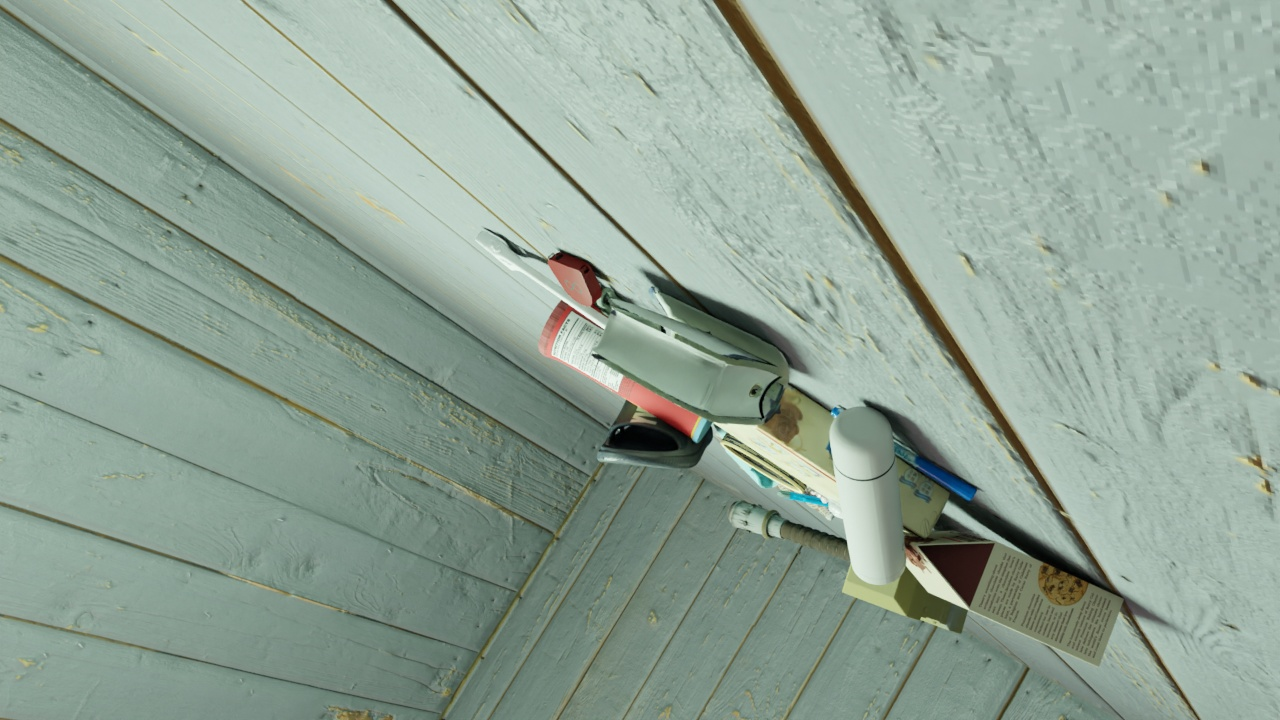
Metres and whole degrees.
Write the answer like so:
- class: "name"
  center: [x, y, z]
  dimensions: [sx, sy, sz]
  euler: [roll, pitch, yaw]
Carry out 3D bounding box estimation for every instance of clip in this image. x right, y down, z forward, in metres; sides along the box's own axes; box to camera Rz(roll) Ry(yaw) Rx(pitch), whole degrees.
- class: "clip"
  center: [-0.034, -0.061, 0.972]
  dimensions: [0.043, 0.023, 0.076]
  euler: [27, 174, 29]

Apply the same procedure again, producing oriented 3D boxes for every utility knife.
- class: "utility knife"
  center: [0.269, 0.193, 1.199]
  dimensions: [0.206, 0.015, 0.031]
  euler: [12, 173, -14]

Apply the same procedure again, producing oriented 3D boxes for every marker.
- class: "marker"
  center: [0.232, 0.081, 0.815]
  dimensions: [0.142, 0.013, 0.013]
  euler: [32, 174, 8]

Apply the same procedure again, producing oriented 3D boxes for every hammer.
- class: "hammer"
  center: [0.246, 0.238, 1.188]
  dimensions: [0.325, 0.100, 0.190]
  euler: [12, 169, 45]

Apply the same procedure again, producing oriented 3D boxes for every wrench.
- class: "wrench"
  center: [-0.097, -0.081, 1.017]
  dimensions: [0.273, 0.018, 0.066]
  euler: [35, 177, 37]

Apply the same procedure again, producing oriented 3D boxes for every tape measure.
- class: "tape measure"
  center: [-0.064, -0.082, 0.921]
  dimensions: [0.059, 0.019, 0.051]
  euler: [26, 149, 43]

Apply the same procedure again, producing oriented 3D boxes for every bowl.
- class: "bowl"
  center: [0.158, 0.101, 1.085]
  dimensions: [0.112, 0.061, 0.112]
  euler: [32, 173, 4]

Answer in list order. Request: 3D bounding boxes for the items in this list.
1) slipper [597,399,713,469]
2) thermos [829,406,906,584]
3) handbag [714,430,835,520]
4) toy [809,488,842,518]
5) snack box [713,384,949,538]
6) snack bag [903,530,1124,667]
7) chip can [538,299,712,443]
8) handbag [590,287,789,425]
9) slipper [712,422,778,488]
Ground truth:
- class: "slipper"
  center: [0.031, 0.078, 1.133]
  dimensions: [0.111, 0.083, 0.267]
  euler: [6, -174, 17]
- class: "thermos"
  center: [0.204, 0.123, 0.815]
  dimensions: [0.052, 0.052, 0.224]
  euler: [28, 153, 36]
- class: "handbag"
  center: [0.203, 0.154, 1.340]
  dimensions: [0.186, 0.047, 0.124]
  euler: [27, 163, 41]
- class: "toy"
  center: [0.253, 0.161, 1.066]
  dimensions: [0.125, 0.075, 0.037]
  euler: [26, 140, 45]
- class: "snack box"
  center: [0.189, 0.098, 0.943]
  dimensions: [0.207, 0.055, 0.153]
  euler: [34, 172, -9]
- class: "snack bag"
  center: [0.347, 0.219, 0.908]
  dimensions: [0.206, 0.070, 0.094]
  euler: [24, 174, -3]
- class: "chip can"
  center: [-0.006, 0.006, 1.056]
  dimensions: [0.213, 0.087, 0.087]
  euler: [30, 173, 11]
- class: "handbag"
  center: [0.065, -0.003, 0.816]
  dimensions: [0.151, 0.074, 0.175]
  euler: [29, -168, 38]
- class: "slipper"
  center: [0.171, 0.128, 1.208]
  dimensions: [0.276, 0.069, 0.116]
  euler: [26, 168, 38]
